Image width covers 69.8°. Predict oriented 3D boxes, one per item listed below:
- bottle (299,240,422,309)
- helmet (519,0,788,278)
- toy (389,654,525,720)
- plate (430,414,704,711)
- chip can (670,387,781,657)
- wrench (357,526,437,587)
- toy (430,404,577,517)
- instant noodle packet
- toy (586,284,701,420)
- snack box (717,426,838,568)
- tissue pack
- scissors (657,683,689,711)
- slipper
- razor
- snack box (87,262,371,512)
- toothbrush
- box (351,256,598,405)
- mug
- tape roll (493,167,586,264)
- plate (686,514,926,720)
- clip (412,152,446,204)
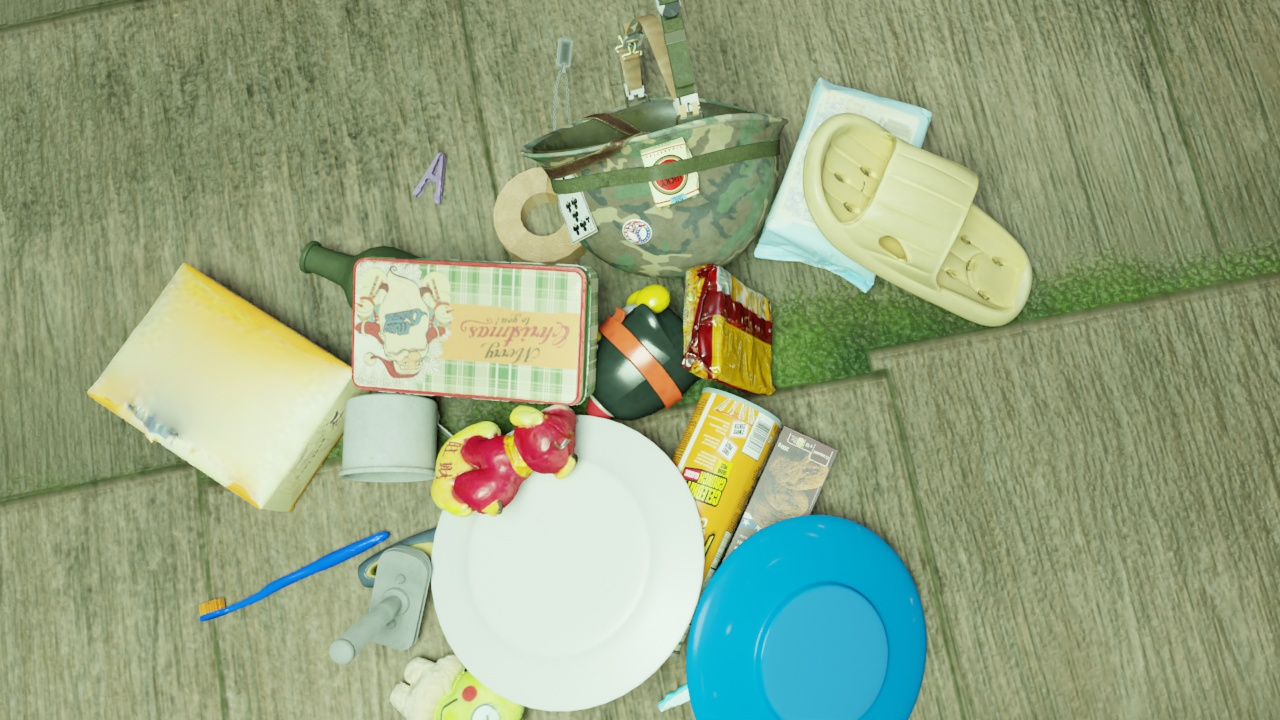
[{"bbox_3d":[-0.210,-0.059,0.834,0.207,0.071,0.071,21,81,6],"label":"bottle"},{"bbox_3d":[0.012,-0.187,0.776,0.224,0.192,0.236,3,109,-15],"label":"helmet"},{"bbox_3d":[-0.158,0.298,0.779,0.115,0.046,0.092,25,84,15],"label":"toy"},{"bbox_3d":[-0.067,0.161,0.758,0.243,0.016,0.242,-5,71,16],"label":"plate"},{"bbox_3d":[0.043,0.136,0.784,0.075,0.075,0.215,24,81,7],"label":"chip can"},{"bbox_3d":[-0.121,0.142,0.817,0.273,0.022,0.073,-21,81,-2],"label":"wrench"},{"bbox_3d":[-0.115,0.085,0.755,0.137,0.067,0.105,-23,44,16],"label":"toy"},{"bbox_3d":[0.077,-0.023,0.788,0.040,0.135,0.098,-10,76,28],"label":"instant noodle packet"},{"bbox_3d":[-0.005,0.005,0.801,0.119,0.097,0.099,-42,96,-6],"label":"toy"},{"bbox_3d":[0.119,0.133,0.803,0.051,0.032,0.140,25,81,7],"label":"snack box"},{"bbox_3d":[0.184,-0.159,0.837,0.112,0.070,0.181,20,83,6],"label":"tissue pack"},{"bbox_3d":[0.082,0.268,0.790,0.134,0.012,0.134,10,77,3],"label":"scissors"},{"bbox_3d":[0.250,-0.110,0.770,0.261,0.079,0.111,29,83,-22],"label":"slipper"},{"bbox_3d":[-0.217,0.213,0.748,0.047,0.116,0.088,15,101,7],"label":"razor"},{"bbox_3d":[-0.365,0.025,0.820,0.195,0.081,0.145,31,81,8],"label":"snack box"},{"bbox_3d":[-0.310,0.190,0.819,0.182,0.016,0.018,-25,74,-2],"label":"toothbrush"},{"bbox_3d":[-0.138,-0.027,0.760,0.206,0.050,0.118,5,100,11],"label":"box"},{"bbox_3d":[-0.206,0.071,0.811,0.113,0.084,0.070,5,75,-26],"label":"mug"},{"bbox_3d":[-0.090,-0.133,0.865,0.094,0.027,0.094,0,79,2],"label":"tape roll"},{"bbox_3d":[0.144,0.239,0.740,0.224,0.024,0.224,1,87,-20],"label":"plate"},{"bbox_3d":[-0.197,-0.172,0.885,0.050,0.014,0.046,-43,81,-3],"label":"clip"}]
